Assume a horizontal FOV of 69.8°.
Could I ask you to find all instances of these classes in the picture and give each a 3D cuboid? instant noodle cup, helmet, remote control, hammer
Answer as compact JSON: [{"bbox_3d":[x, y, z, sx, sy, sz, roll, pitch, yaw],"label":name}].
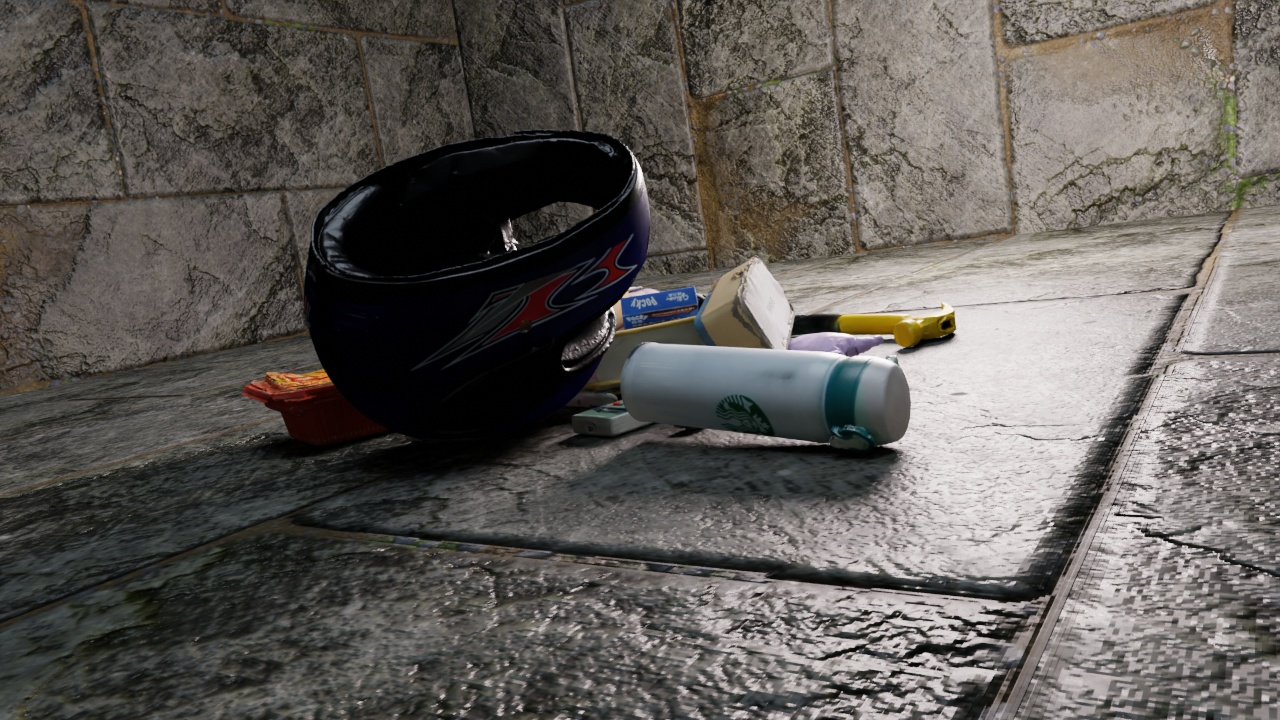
[{"bbox_3d":[-0.316,0.040,0.989,0.188,0.079,0.165,-13,9,-33],"label":"instant noodle cup"},{"bbox_3d":[-0.137,-0.053,0.843,0.315,0.241,0.247,-18,47,-8],"label":"helmet"},{"bbox_3d":[0.004,0.043,0.835,0.134,0.019,0.056,-16,10,-41],"label":"remote control"},{"bbox_3d":[0.254,-0.044,1.138,0.128,0.033,0.301,-14,10,-37],"label":"hammer"}]

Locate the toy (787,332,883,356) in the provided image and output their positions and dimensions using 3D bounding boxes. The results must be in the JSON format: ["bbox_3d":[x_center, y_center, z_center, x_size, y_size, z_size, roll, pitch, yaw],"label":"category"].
[{"bbox_3d":[0.185,-0.010,0.940,0.083,0.039,0.108,-19,6,-30],"label":"toy"}]

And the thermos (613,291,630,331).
[{"bbox_3d":[-0.069,-0.053,1.092,0.093,0.093,0.143,-4,13,31],"label":"thermos"}]

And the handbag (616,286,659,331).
[{"bbox_3d":[-0.052,-0.042,1.251,0.196,0.098,0.145,-15,16,-36],"label":"handbag"}]

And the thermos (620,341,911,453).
[{"bbox_3d":[0.088,0.025,0.681,0.225,0.073,0.073,4,14,41],"label":"thermos"}]

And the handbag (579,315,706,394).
[{"bbox_3d":[-0.006,0.006,1.021,0.163,0.063,0.179,-11,-7,-18],"label":"handbag"}]

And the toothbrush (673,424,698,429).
[{"bbox_3d":[0.106,0.034,0.808,0.187,0.016,0.017,-14,18,-34],"label":"toothbrush"}]

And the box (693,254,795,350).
[{"bbox_3d":[0.111,-0.042,0.955,0.061,0.090,0.183,-30,10,24],"label":"box"}]

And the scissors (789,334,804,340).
[{"bbox_3d":[0.141,-0.008,1.062,0.170,0.019,0.178,-6,10,12],"label":"scissors"}]

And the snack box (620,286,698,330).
[{"bbox_3d":[0.024,-0.035,1.073,0.084,0.026,0.157,-9,-23,-1],"label":"snack box"}]

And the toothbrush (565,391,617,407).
[{"bbox_3d":[-0.092,0.041,0.971,0.192,0.016,0.018,-2,0,42],"label":"toothbrush"}]

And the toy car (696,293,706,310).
[{"bbox_3d":[0.031,-0.049,1.129,0.070,0.042,0.159,3,-24,-25],"label":"toy car"}]
